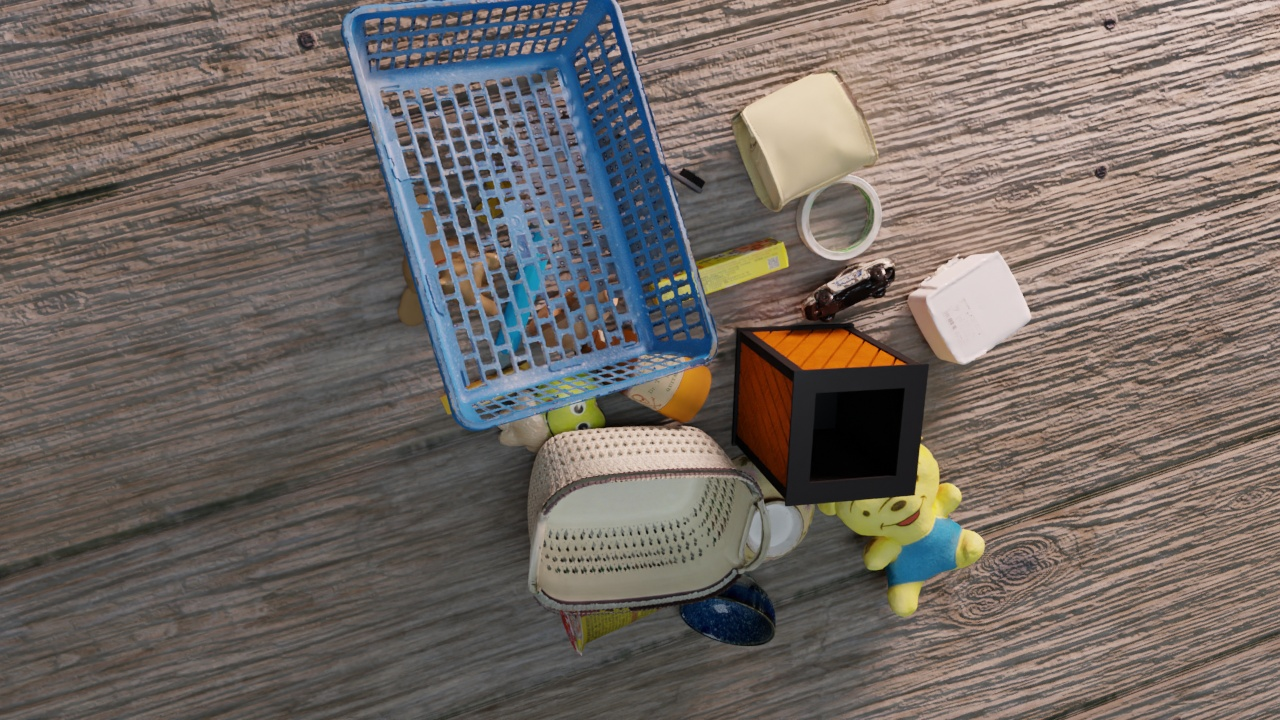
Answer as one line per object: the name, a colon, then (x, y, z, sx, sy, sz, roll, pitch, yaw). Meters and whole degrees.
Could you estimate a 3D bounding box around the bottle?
bottle: (-0.006, 0.006, 0.977, 0.157, 0.068, 0.068, 27, 98, -19)

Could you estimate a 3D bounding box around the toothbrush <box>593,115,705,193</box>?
toothbrush: (-0.003, -0.220, 0.941, 0.167, 0.013, 0.013, 29, 90, -19)

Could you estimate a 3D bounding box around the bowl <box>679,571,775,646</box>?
bowl: (0.107, 0.282, 1.081, 0.114, 0.060, 0.115, 12, 142, 9)

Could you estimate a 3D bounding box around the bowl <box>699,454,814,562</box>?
bowl: (0.145, 0.184, 1.067, 0.145, 0.063, 0.145, -4, 107, -11)

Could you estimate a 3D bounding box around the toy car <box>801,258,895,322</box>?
toy car: (0.229, -0.080, 1.019, 0.113, 0.040, 0.048, -26, 150, 1)

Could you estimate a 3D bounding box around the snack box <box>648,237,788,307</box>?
snack box: (0.082, -0.094, 0.982, 0.148, 0.040, 0.029, -19, 109, -7)

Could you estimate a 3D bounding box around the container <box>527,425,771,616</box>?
container: (-0.005, 0.162, 0.966, 0.251, 0.143, 0.185, -1, 120, -18)

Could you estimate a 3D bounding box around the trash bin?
trash bin: (0.194, 0.050, 0.980, 0.139, 0.172, 0.140, -3, 107, -12)

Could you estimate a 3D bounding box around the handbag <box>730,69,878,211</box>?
handbag: (0.168, -0.228, 0.945, 0.119, 0.081, 0.111, -26, 103, -3)

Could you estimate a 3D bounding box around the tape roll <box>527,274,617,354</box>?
tape roll: (-0.069, -0.048, 0.933, 0.094, 0.094, 0.027, -37, 110, 0)

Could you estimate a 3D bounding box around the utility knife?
utility knife: (-0.125, -0.067, 0.957, 0.031, 0.015, 0.175, 17, 103, -14)

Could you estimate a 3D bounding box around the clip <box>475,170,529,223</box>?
clip: (-0.142, -0.158, 0.921, 0.046, 0.048, 0.054, -46, 114, -24)

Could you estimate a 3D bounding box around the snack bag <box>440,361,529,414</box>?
snack bag: (-0.162, 0.031, 0.974, 0.099, 0.020, 0.026, -21, 108, -6)

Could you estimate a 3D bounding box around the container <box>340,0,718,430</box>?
container: (-0.101, -0.137, 0.827, 0.256, 0.089, 0.362, -16, 89, -25)

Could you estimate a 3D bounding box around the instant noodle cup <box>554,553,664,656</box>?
instant noodle cup: (-0.033, 0.260, 1.038, 0.112, 0.100, 0.100, -13, 109, -18)

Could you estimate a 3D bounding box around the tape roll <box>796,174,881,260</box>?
tape roll: (0.218, -0.157, 1.007, 0.093, 0.018, 0.094, -3, 106, -12)

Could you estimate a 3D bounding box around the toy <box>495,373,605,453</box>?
toy: (-0.099, 0.059, 0.983, 0.117, 0.043, 0.092, -15, 123, -5)

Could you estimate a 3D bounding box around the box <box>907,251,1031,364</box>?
box: (0.367, -0.063, 1.061, 0.107, 0.095, 0.102, -33, 99, -7)

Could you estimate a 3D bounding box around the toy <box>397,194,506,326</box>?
toy: (-0.184, -0.085, 0.894, 0.105, 0.108, 0.134, -1, 107, -36)

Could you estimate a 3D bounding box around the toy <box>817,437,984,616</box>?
toy: (0.309, 0.184, 1.095, 0.149, 0.084, 0.214, -36, 108, 3)
